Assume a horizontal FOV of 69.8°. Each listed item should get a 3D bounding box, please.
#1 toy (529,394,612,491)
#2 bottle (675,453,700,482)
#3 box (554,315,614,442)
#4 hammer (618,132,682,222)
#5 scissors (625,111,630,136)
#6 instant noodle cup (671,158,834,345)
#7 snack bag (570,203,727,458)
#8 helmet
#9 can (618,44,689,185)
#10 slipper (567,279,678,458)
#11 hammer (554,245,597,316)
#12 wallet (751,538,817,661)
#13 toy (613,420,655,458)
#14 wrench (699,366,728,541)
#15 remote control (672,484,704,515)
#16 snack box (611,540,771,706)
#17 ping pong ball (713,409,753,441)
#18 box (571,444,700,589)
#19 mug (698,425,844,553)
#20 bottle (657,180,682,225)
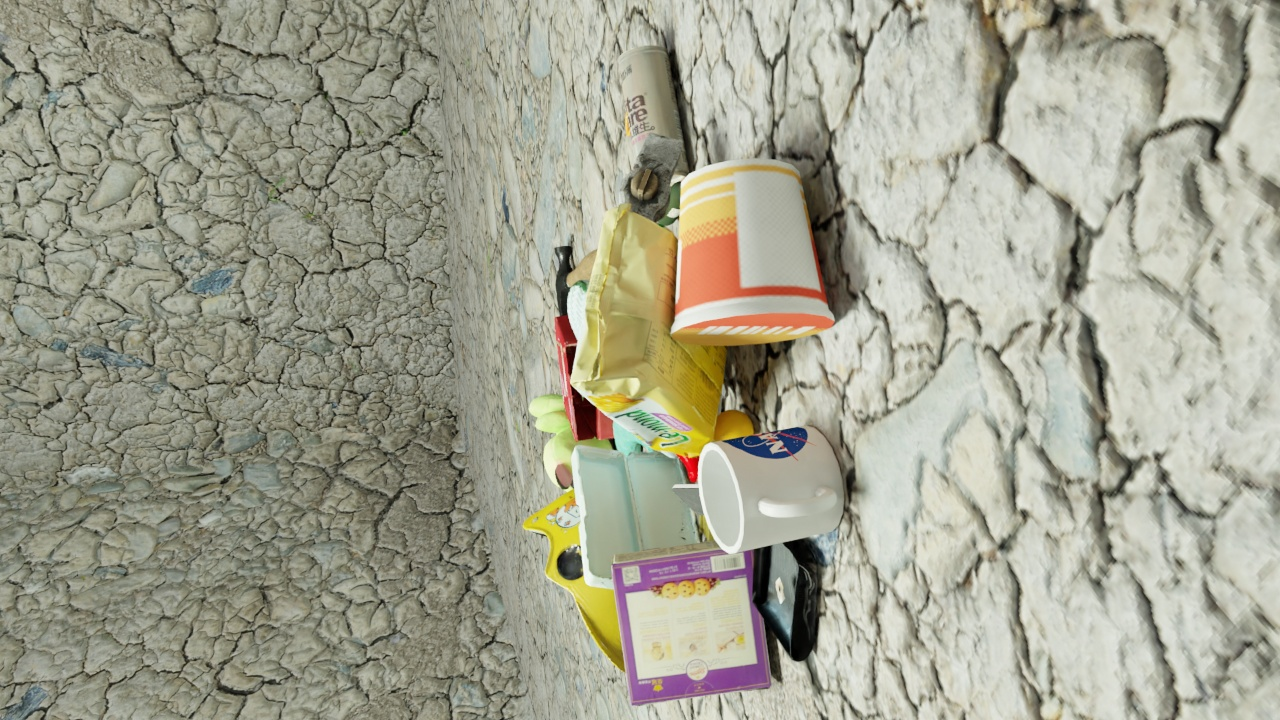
[{"bbox_3d":[-0.094,0.129,1.391,0.150,0.107,0.196,47,-173,-45],"label":"toy"},{"bbox_3d":[0.044,0.073,0.970,0.036,0.036,0.119,108,149,-56],"label":"bottle"},{"bbox_3d":[-0.067,0.021,1.300,0.129,0.092,0.158,-126,28,-61],"label":"box"},{"bbox_3d":[0.004,-0.105,0.974,0.319,0.049,0.121,90,-161,-68],"label":"hammer"},{"bbox_3d":[0.004,-0.271,1.039,0.125,0.011,0.128,144,115,-73],"label":"scissors"},{"bbox_3d":[0.082,-0.082,0.716,0.124,0.123,0.121,148,120,-72],"label":"instant noodle cup"},{"bbox_3d":[0.021,-0.015,0.808,0.247,0.068,0.159,44,-129,-62],"label":"snack bag"},{"bbox_3d":[-0.013,0.240,1.103,0.209,0.140,0.240,44,-173,-47],"label":"helmet"},{"bbox_3d":[0.014,-0.250,0.947,0.054,0.054,0.135,160,100,-73],"label":"can"},{"bbox_3d":[-0.006,0.006,1.046,0.245,0.074,0.104,59,169,-24],"label":"slipper"},{"bbox_3d":[-0.077,-0.126,1.335,0.306,0.040,0.132,166,99,-72],"label":"hammer"},{"bbox_3d":[0.131,0.203,0.838,0.089,0.026,0.115,-130,35,-60],"label":"wallet"},{"bbox_3d":[-0.008,0.110,1.239,0.085,0.033,0.105,56,155,26],"label":"toy"},{"bbox_3d":[0.074,0.091,0.979,0.083,0.018,0.274,-133,38,-61],"label":"wrench"},{"bbox_3d":[0.080,0.141,0.925,0.045,0.008,0.147,44,157,-14],"label":"remote control"},{"bbox_3d":[0.051,0.260,0.919,0.040,0.143,0.148,-101,3,-87],"label":"snack box"},{"bbox_3d":[0.089,0.067,0.883,0.040,0.040,0.040,171,90,-73],"label":"ping pong ball"},{"bbox_3d":[-0.006,0.173,1.028,0.196,0.134,0.041,-103,25,-50],"label":"box"},{"bbox_3d":[0.111,0.107,0.747,0.121,0.090,0.091,-165,67,-72],"label":"mug"},{"bbox_3d":[0.040,-0.169,0.952,0.106,0.025,0.025,137,123,-70],"label":"bottle"}]
